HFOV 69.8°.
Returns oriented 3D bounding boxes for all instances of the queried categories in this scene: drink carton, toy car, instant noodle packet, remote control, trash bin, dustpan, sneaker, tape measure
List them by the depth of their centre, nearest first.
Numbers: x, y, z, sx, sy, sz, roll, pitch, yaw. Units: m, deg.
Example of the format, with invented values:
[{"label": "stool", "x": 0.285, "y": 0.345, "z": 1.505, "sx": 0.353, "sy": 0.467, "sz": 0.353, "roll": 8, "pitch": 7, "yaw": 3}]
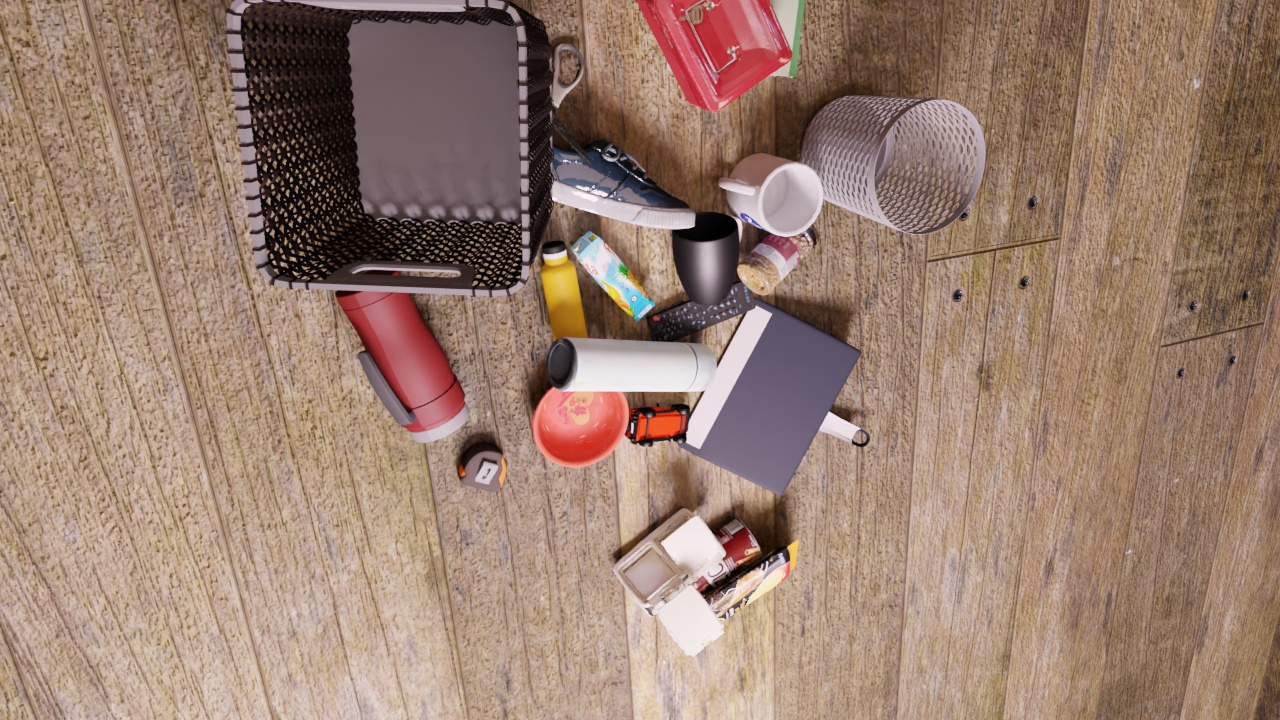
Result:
[{"label": "sneaker", "x": -0.038, "y": -0.216, "z": 1.087, "sx": 0.235, "sy": 0.089, "sz": 0.087, "roll": 13, "pitch": 99, "yaw": -21}, {"label": "drink carton", "x": -0.035, "y": -0.106, "z": 1.151, "sx": 0.038, "sy": 0.044, "sz": 0.129, "roll": -43, "pitch": 121, "yaw": -3}, {"label": "trash bin", "x": 0.306, "y": -0.254, "z": 1.152, "sx": 0.156, "sy": 0.183, "sz": 0.157, "roll": -8, "pitch": 112, "yaw": -20}, {"label": "tape measure", "x": -0.200, "y": 0.138, "z": 1.180, "sx": 0.058, "sy": 0.038, "sz": 0.059, "roll": 20, "pitch": 101, "yaw": -27}, {"label": "remote control", "x": 0.081, "y": -0.066, "z": 1.227, "sx": 0.150, "sy": 0.022, "sz": 0.047, "roll": -21, "pitch": 116, "yaw": -11}, {"label": "toy car", "x": 0.021, "y": 0.085, "z": 1.242, "sx": 0.100, "sy": 0.049, "sz": 0.051, "roll": -3, "pitch": 105, "yaw": -37}, {"label": "dustpan", "x": 0.222, "y": 0.069, "z": 1.325, "sx": 0.273, "sy": 0.080, "sz": 0.236, "roll": 26, "pitch": 99, "yaw": -7}, {"label": "instant noodle packet", "x": 0.143, "y": 0.349, "z": 1.366, "sx": 0.220, "sy": 0.032, "sz": 0.160, "roll": -32, "pitch": 154, "yaw": -8}]

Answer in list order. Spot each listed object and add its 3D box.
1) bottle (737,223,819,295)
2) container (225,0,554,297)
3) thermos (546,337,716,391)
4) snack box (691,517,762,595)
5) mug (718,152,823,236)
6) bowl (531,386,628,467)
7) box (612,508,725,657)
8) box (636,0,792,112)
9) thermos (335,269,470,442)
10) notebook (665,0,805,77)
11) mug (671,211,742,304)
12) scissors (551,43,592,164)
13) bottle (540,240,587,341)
[{"label": "bottle", "x": 0.181, "y": -0.140, "z": 1.206, "sx": 0.105, "sy": 0.056, "sz": 0.056, "roll": -46, "pitch": 120, "yaw": -16}, {"label": "container", "x": -0.210, "y": -0.216, "z": 0.885, "sx": 0.247, "sy": 0.243, "sz": 0.246, "roll": 2, "pitch": 110, "yaw": 3}, {"label": "thermos", "x": -0.007, "y": 0.007, "z": 1.161, "sx": 0.229, "sy": 0.068, "sz": 0.068, "roll": 2, "pitch": 109, "yaw": -39}, {"label": "snack box", "x": 0.110, "y": 0.291, "z": 1.345, "sx": 0.121, "sy": 0.072, "sz": 0.072, "roll": -30, "pitch": 118, "yaw": -10}, {"label": "mug", "x": 0.156, "y": -0.214, "z": 1.160, "sx": 0.121, "sy": 0.090, "sz": 0.091, "roll": 8, "pitch": 106, "yaw": -24}, {"label": "bowl", "x": -0.083, "y": 0.072, "z": 1.197, "sx": 0.130, "sy": 0.045, "sz": 0.131, "roll": -8, "pitch": 112, "yaw": -20}, {"label": "box", "x": 0.050, "y": 0.279, "z": 1.237, "sx": 0.143, "sy": 0.187, "sz": 0.105, "roll": -40, "pitch": 134, "yaw": -11}, {"label": "box", "x": 0.085, "y": -0.386, "z": 1.061, "sx": 0.128, "sy": 0.087, "sz": 0.158, "roll": -36, "pitch": 122, "yaw": -6}, {"label": "thermos", "x": -0.277, "y": 0.000, "z": 1.060, "sx": 0.084, "sy": 0.107, "sz": 0.199, "roll": -11, "pitch": 117, "yaw": 22}, {"label": "notebook", "x": 0.124, "y": -0.473, "z": 1.095, "sx": 0.181, "sy": 0.010, "sz": 0.253, "roll": -4, "pitch": 111, "yaw": -21}, {"label": "mug", "x": 0.095, "y": -0.135, "z": 1.180, "sx": 0.118, "sy": 0.085, "sz": 0.100, "roll": -39, "pitch": 137, "yaw": -38}, {"label": "scissors", "x": -0.109, "y": -0.292, "z": 1.033, "sx": 0.171, "sy": 0.013, "sz": 0.157, "roll": 30, "pitch": 75, "yaw": -5}, {"label": "bottle", "x": -0.096, "y": -0.076, "z": 1.138, "sx": 0.043, "sy": 0.043, "sz": 0.144, "roll": -16, "pitch": 115, "yaw": -16}]
